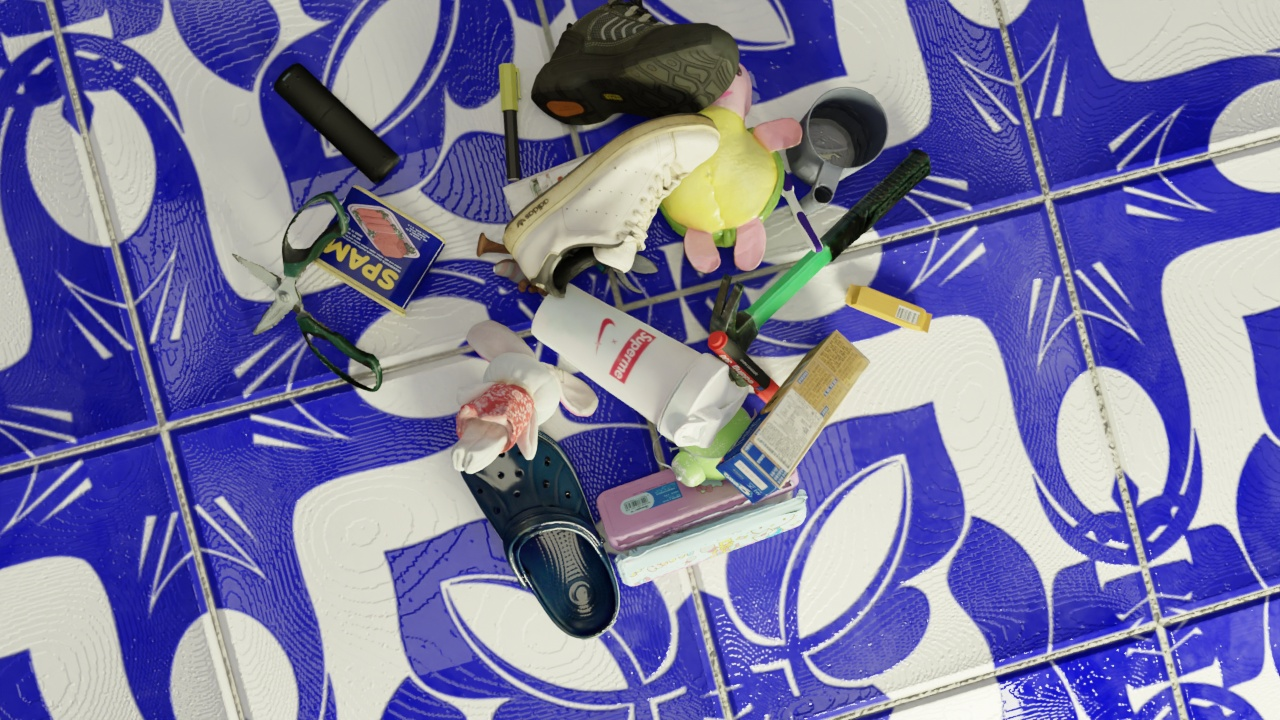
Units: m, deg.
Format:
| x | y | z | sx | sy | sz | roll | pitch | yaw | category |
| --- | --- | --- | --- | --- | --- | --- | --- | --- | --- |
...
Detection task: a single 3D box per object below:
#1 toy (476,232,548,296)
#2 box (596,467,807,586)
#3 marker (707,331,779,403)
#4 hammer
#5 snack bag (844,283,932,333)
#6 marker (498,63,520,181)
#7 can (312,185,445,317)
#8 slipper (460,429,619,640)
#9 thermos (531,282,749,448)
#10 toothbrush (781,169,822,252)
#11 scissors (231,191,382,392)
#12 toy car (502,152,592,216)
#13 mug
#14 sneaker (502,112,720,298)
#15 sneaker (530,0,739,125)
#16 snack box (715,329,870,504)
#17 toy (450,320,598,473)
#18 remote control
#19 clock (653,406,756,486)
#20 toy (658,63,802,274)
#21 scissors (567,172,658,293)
| x | y | z | sx | sy | sz | roll | pitch | yaw | category |
| --- | --- | --- | --- | --- | --- | --- | --- | --- | --- |
| -0.125 | -0.099 | 0.976 | 0.101 | 0.042 | 0.054 | 9 | 66 | -12 | toy |
| 0.069 | 0.169 | 0.987 | 0.214 | 0.089 | 0.093 | -19 | 129 | -4 | box |
| 0.111 | 0.011 | 0.955 | 0.023 | 0.021 | 0.145 | -38 | 137 | 13 | marker |
| 0.196 | -0.116 | 0.981 | 0.318 | 0.130 | 0.032 | -42 | 47 | -11 | hammer |
| 0.273 | -0.057 | 1.013 | 0.099 | 0.020 | 0.026 | 20 | 83 | -3 | snack bag |
| -0.138 | -0.256 | 0.988 | 0.021 | 0.017 | 0.124 | -3 | 91 | -4 | marker |
| -0.274 | -0.115 | 0.958 | 0.116 | 0.056 | 0.092 | 31 | 86 | -3 | can |
| -0.096 | 0.175 | 0.949 | 0.105 | 0.095 | 0.253 | -30 | 94 | -1 | slipper |
| -0.005 | 0.005 | 0.935 | 0.220 | 0.099 | 0.099 | 31 | 87 | 16 | thermos |
| 0.152 | -0.183 | 0.963 | 0.016 | 0.015 | 0.186 | -15 | 57 | -3 | toothbrush |
| -0.319 | -0.062 | 0.933 | 0.201 | 0.015 | 0.202 | 43 | 121 | -12 | scissors |
| -0.089 | -0.188 | 0.980 | 0.113 | 0.039 | 0.039 | -22 | 91 | -4 | toy car |
| 0.197 | -0.213 | 0.967 | 0.084 | 0.104 | 0.124 | 20 | 88 | -4 | mug |
| -0.018 | -0.145 | 0.900 | 0.242 | 0.089 | 0.102 | -32 | 72 | 11 | sneaker |
| 0.005 | -0.324 | 0.934 | 0.238 | 0.101 | 0.142 | 3 | 70 | 35 | sneaker |
| 0.158 | 0.055 | 0.938 | 0.056 | 0.057 | 0.206 | 45 | 55 | 0 | snack box |
| -0.128 | 0.041 | 0.916 | 0.159 | 0.193 | 0.084 | 31 | 124 | -5 | toy |
| -0.323 | -0.253 | 0.975 | 0.152 | 0.020 | 0.041 | 43 | 88 | -4 | remote control |
| 0.072 | 0.084 | 0.967 | 0.119 | 0.043 | 0.094 | -14 | 47 | -1 | clock |
| 0.079 | -0.209 | 0.968 | 0.190 | 0.087 | 0.238 | -8 | 84 | 19 | toy |
| -0.056 | -0.129 | 0.978 | 0.124 | 0.019 | 0.156 | -18 | 110 | 2 | scissors |
